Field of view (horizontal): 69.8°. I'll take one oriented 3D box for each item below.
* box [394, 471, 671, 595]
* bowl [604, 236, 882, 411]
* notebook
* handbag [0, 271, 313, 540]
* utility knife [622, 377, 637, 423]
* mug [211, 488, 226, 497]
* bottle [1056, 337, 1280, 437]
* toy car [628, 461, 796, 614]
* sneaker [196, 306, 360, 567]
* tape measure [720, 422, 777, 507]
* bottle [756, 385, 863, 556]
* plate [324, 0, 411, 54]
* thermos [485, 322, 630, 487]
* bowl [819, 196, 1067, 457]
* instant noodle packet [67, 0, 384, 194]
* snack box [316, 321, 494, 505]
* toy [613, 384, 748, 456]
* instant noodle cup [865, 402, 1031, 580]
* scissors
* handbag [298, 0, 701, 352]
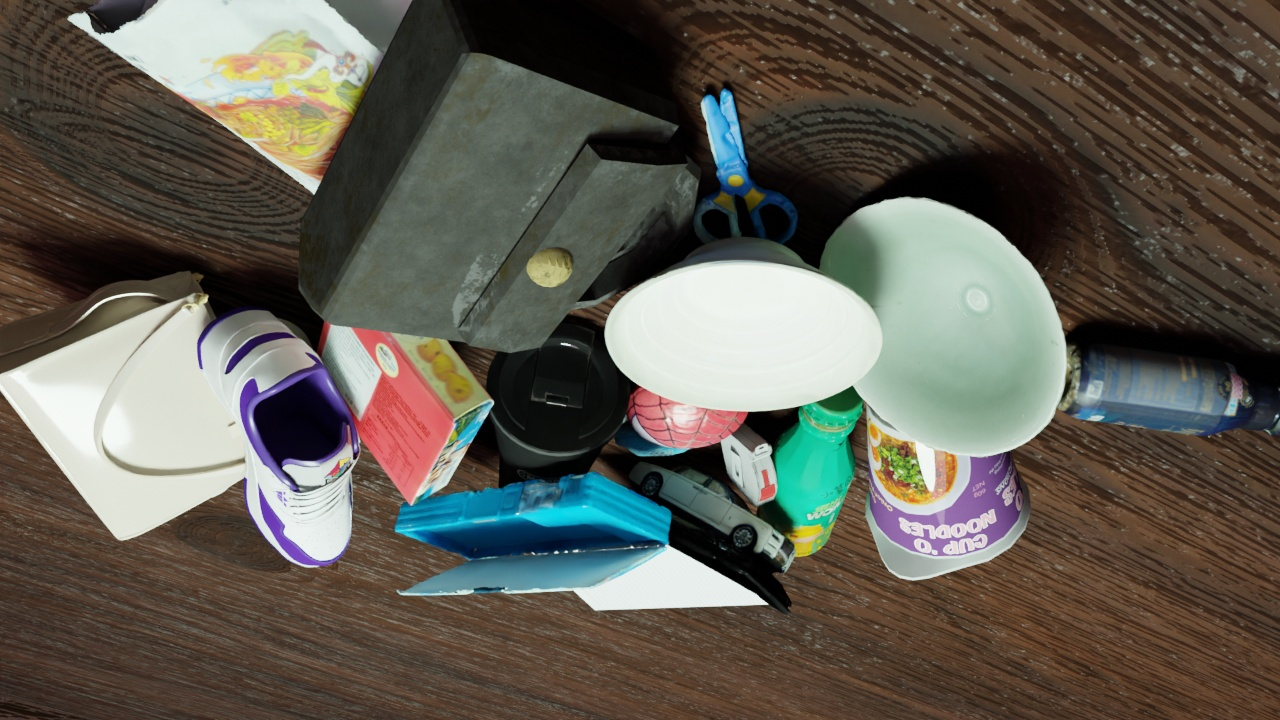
[{"bbox_3d":[-0.097,0.152,0.725,0.244,0.085,0.091,-15,144,42],"label":"box"},{"bbox_3d":[0.067,-0.032,0.603,0.177,0.057,0.177,4,149,2],"label":"bowl"},{"bbox_3d":[0.020,0.237,1.017,0.246,0.013,0.178,-9,140,23],"label":"notebook"},{"bbox_3d":[-0.361,0.021,0.729,0.197,0.101,0.195,-25,129,-16],"label":"handbag"},{"bbox_3d":[-0.004,0.004,0.714,0.029,0.020,0.188,15,144,-4],"label":"utility knife"},{"bbox_3d":[-0.411,0.070,0.837,0.086,0.089,0.112,-7,140,22],"label":"mug"},{"bbox_3d":[0.363,0.021,0.614,0.161,0.056,0.056,8,143,3],"label":"bottle"},{"bbox_3d":[0.052,0.135,0.789,0.192,0.071,0.094,21,164,44],"label":"toy car"},{"bbox_3d":[-0.259,0.079,0.719,0.111,0.091,0.245,26,136,39],"label":"sneaker"},{"bbox_3d":[0.086,0.083,0.746,0.020,0.060,0.062,-20,117,-16],"label":"tape measure"},{"bbox_3d":[0.138,0.084,0.742,0.068,0.068,0.210,7,143,4],"label":"bottle"},{"bbox_3d":[-0.133,-0.195,0.485,0.157,0.014,0.157,7,144,5],"label":"plate"},{"bbox_3d":[-0.076,0.068,0.752,0.106,0.105,0.219,13,148,-3],"label":"thermos"},{"bbox_3d":[0.196,-0.031,0.571,0.174,0.067,0.174,38,143,35],"label":"bowl"},{"bbox_3d":[-0.171,-0.126,0.538,0.147,0.057,0.269,-8,151,29],"label":"instant noodle packet"},{"bbox_3d":[-0.185,0.019,0.694,0.142,0.040,0.145,51,141,11],"label":"snack box"},{"bbox_3d":[0.029,0.045,0.721,0.092,0.062,0.133,11,147,-16],"label":"toy"},{"bbox_3d":[0.212,0.071,0.669,0.122,0.136,0.122,16,142,40],"label":"instant noodle cup"},{"bbox_3d":[0.062,-0.111,0.551,0.070,0.022,0.131,2,139,14],"label":"scissors"},{"bbox_3d":[-0.058,-0.081,0.513,0.199,0.102,0.198,7,138,-40],"label":"handbag"}]
